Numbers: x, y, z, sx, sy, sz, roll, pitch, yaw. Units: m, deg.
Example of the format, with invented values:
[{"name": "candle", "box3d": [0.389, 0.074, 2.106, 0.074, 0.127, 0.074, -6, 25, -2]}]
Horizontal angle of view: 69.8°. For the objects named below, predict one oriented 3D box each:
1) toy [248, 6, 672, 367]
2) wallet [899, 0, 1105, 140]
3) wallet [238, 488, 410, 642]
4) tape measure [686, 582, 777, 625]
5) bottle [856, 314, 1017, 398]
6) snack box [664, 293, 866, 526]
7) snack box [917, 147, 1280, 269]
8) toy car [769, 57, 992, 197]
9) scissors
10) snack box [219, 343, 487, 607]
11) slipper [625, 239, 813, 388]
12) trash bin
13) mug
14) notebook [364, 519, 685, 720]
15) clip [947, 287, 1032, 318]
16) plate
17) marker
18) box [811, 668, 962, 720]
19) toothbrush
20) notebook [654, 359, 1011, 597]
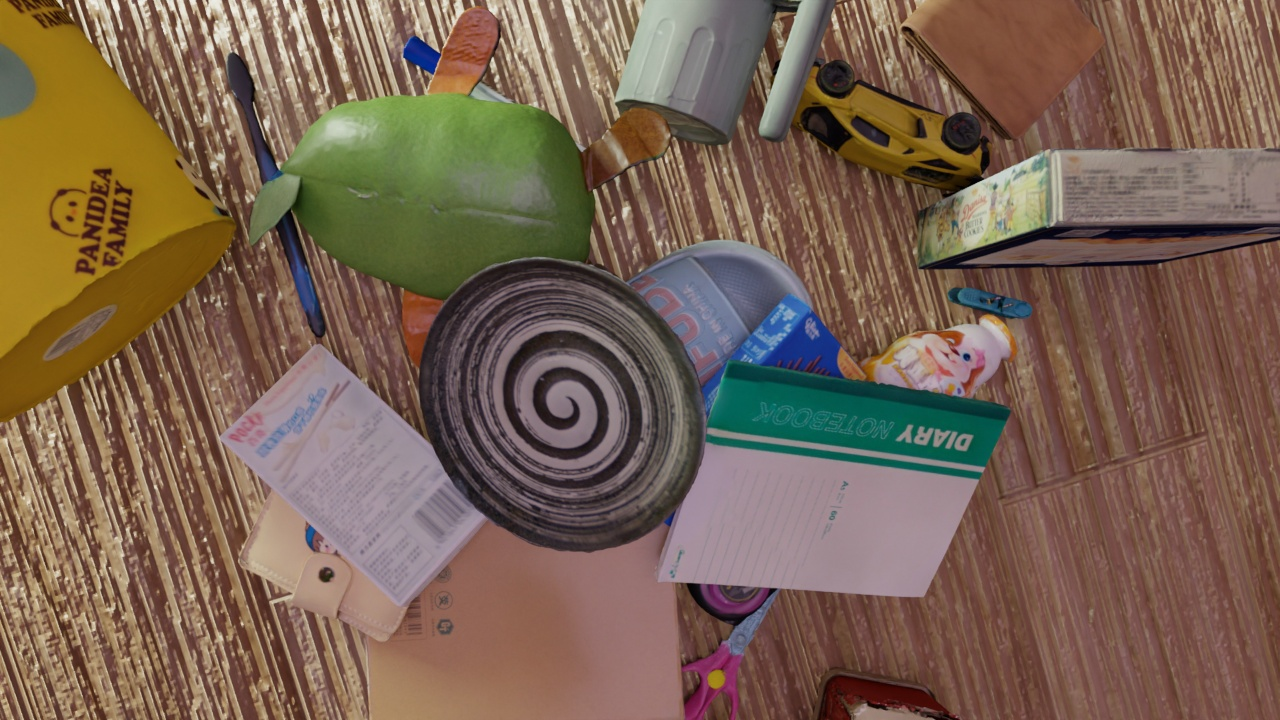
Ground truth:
[{"name": "toy", "box3d": [-0.107, -0.098, 0.563, 0.247, 0.090, 0.227, 11, 99, 4]}, {"name": "wallet", "box3d": [0.252, -0.226, 0.635, 0.115, 0.020, 0.101, 44, 87, -8]}, {"name": "wallet", "box3d": [-0.195, 0.124, 0.593, 0.115, 0.024, 0.087, 26, 89, 1]}, {"name": "tape measure", "box3d": [0.059, 0.144, 0.618, 0.057, 0.039, 0.058, -43, 100, -6]}, {"name": "bottle", "box3d": [0.196, 0.009, 0.614, 0.108, 0.063, 0.063, -28, 94, -4]}, {"name": "snack box", "box3d": [0.066, 0.042, 0.574, 0.157, 0.026, 0.084, -48, 132, 1]}, {"name": "snack box", "box3d": [0.288, -0.088, 0.559, 0.178, 0.182, 0.046, -2, 90, -5]}, {"name": "toy car", "box3d": [0.154, -0.152, 0.602, 0.156, 0.071, 0.041, 24, 85, -3]}, {"name": "scissors", "box3d": [0.065, 0.195, 0.633, 0.057, 0.017, 0.133, 32, 85, 4]}, {"name": "snack box", "box3d": [-0.176, 0.071, 0.577, 0.157, 0.027, 0.084, 41, 75, 6]}, {"name": "slipper", "box3d": [-0.003, 0.003, 0.590, 0.245, 0.074, 0.104, -30, 93, -2]}, {"name": "trash bin", "box3d": [-0.379, -0.113, 0.486, 0.229, 0.229, 0.255, -41, 101, -3]}, {"name": "mug", "box3d": [0.052, -0.194, 0.572, 0.124, 0.083, 0.103, 20, 93, 32]}, {"name": "notebook", "box3d": [-0.079, 0.171, 0.604, 0.207, 0.008, 0.147, -4, 88, 1]}, {"name": "clip", "box3d": [0.243, -0.040, 0.638, 0.056, 0.043, 0.014, 13, 93, -6]}, {"name": "plate", "box3d": [-0.047, 0.027, 0.533, 0.180, 0.024, 0.179, 6, 108, 17]}, {"name": "marker", "box3d": [-0.090, -0.166, 0.605, 0.146, 0.017, 0.017, 32, 88, -5]}, {"name": "box", "box3d": [0.154, 0.305, 0.613, 0.091, 0.077, 0.168, 12, 90, -6]}, {"name": "toothbrush", "box3d": [-0.236, -0.106, 0.597, 0.014, 0.016, 0.189, -17, 96, -14]}, {"name": "notebook", "box3d": [0.124, 0.082, 0.581, 0.209, 0.012, 0.150, 9, 111, -22]}]
